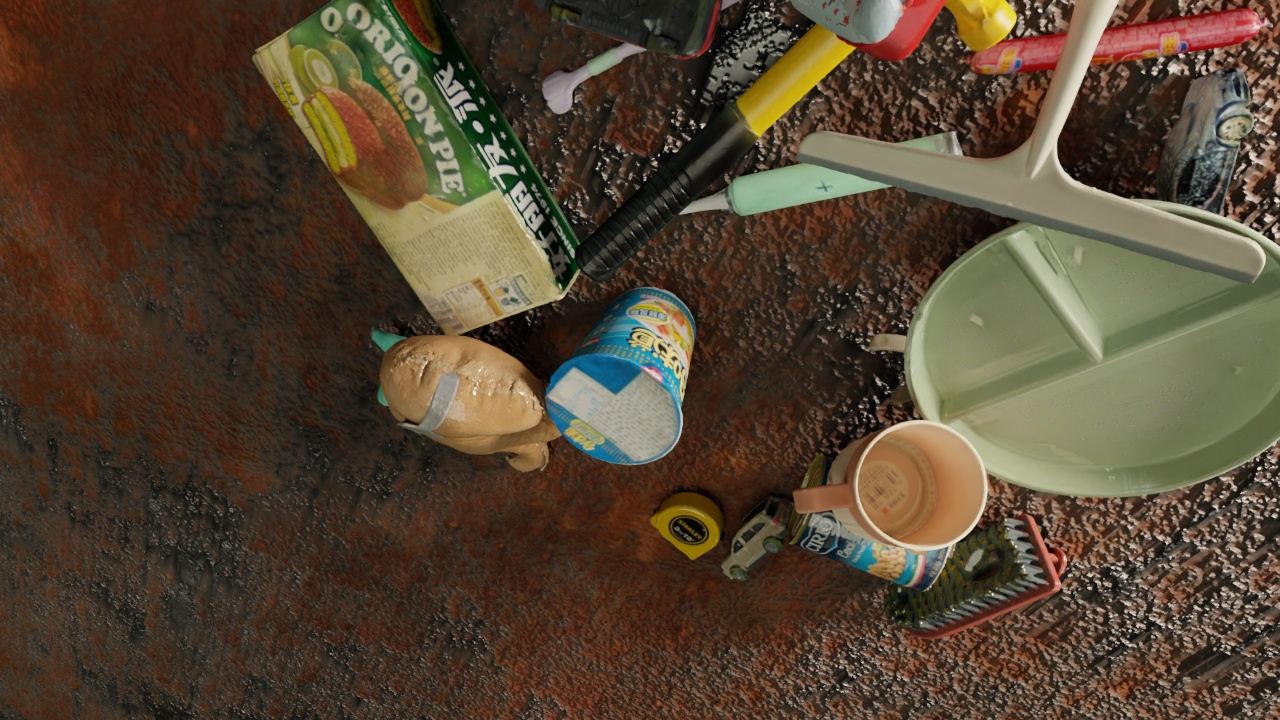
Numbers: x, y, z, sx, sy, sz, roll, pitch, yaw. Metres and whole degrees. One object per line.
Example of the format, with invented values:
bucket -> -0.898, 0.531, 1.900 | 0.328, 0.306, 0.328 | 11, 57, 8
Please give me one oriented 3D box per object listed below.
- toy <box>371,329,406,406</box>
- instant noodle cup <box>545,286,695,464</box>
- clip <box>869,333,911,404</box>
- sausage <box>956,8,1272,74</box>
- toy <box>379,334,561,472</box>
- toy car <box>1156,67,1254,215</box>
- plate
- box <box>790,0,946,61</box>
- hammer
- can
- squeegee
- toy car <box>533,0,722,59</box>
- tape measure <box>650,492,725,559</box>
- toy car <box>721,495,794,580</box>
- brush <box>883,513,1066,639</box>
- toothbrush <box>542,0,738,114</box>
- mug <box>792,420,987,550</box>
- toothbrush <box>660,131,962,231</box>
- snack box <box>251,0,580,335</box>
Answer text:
toy -> -0.198, 0.019, 0.801 | 0.096, 0.030, 0.092 | 26, 134, -10
instant noodle cup -> -0.004, 0.004, 0.668 | 0.099, 0.109, 0.099 | 10, 128, 12
clip -> 0.217, 0.003, 0.640 | 0.098, 0.034, 0.064 | -14, 120, 31
sausage -> 0.257, -0.174, 0.506 | 0.156, 0.020, 0.020 | -1, 124, 21
toy -> -0.131, 0.040, 0.734 | 0.143, 0.082, 0.226 | 21, 166, 9
toy car -> 0.311, -0.110, 0.514 | 0.031, 0.048, 0.106 | 2, 125, 11
plate -> 0.282, -0.002, 0.565 | 0.230, 0.027, 0.231 | 12, 134, 12
box -> 0.144, -0.241, 0.416 | 0.068, 0.090, 0.202 | 26, 111, -17
hammer -> 0.065, -0.148, 0.559 | 0.129, 0.032, 0.302 | 39, 122, -18
can -> 0.180, 0.127, 0.716 | 0.111, 0.075, 0.075 | 20, 129, 3
squeegee -> 0.226, -0.185, 0.448 | 0.246, 0.039, 0.247 | 19, 110, 14
toy car -> -0.006, -0.213, 0.535 | 0.120, 0.045, 0.053 | 28, 114, 24
tape measure -> 0.045, 0.140, 0.802 | 0.060, 0.028, 0.057 | 40, 128, -12
toy car -> 0.098, 0.152, 0.785 | 0.035, 0.042, 0.091 | 38, 128, 2
brush -> 0.266, 0.183, 0.740 | 0.069, 0.063, 0.146 | 18, 137, -33
toothbrush -> 0.018, -0.204, 0.567 | 0.190, 0.021, 0.029 | -20, 84, 29
mug -> 0.162, 0.089, 0.629 | 0.114, 0.106, 0.081 | -9, 81, -1
toothbrush -> 0.093, -0.113, 0.602 | 0.225, 0.026, 0.027 | -8, 125, 24
snack box -> -0.148, -0.138, 0.645 | 0.115, 0.063, 0.240 | -18, 117, 29
